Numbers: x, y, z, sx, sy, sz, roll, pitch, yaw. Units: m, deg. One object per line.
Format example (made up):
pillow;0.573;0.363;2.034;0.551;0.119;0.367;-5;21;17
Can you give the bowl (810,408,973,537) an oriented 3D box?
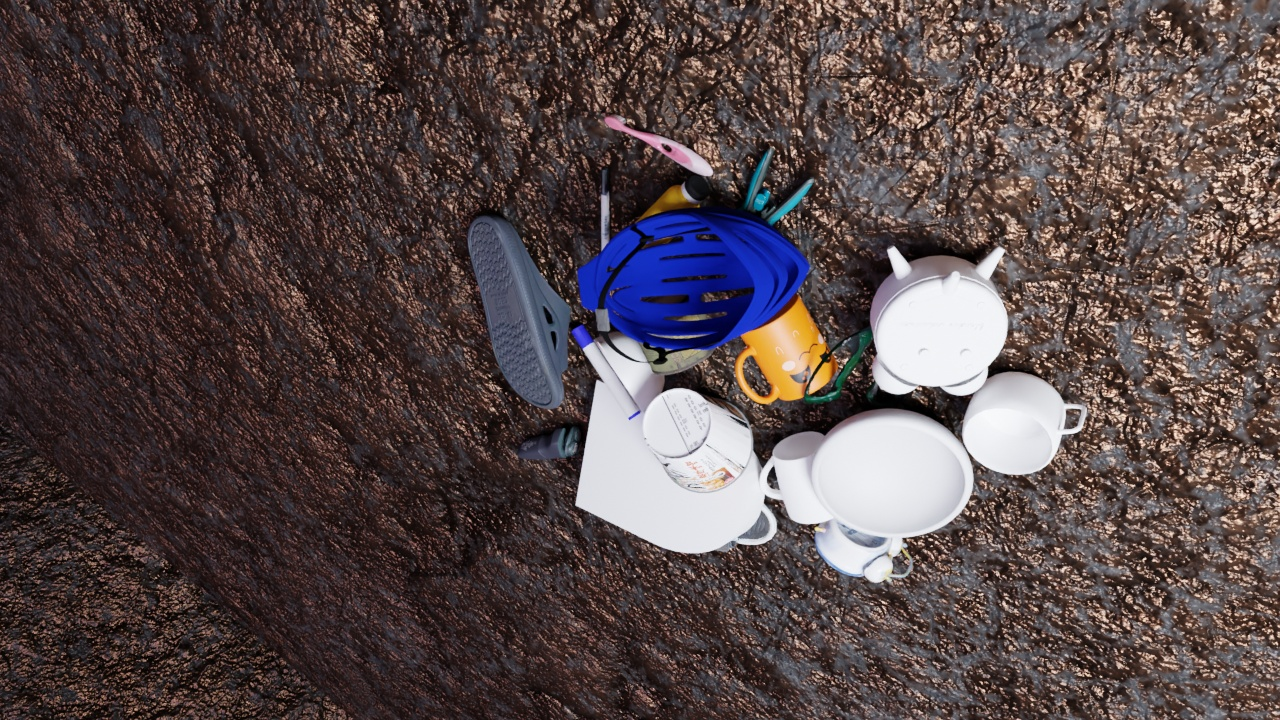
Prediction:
bowl;0.288;0.119;1.057;0.177;0.066;0.177;8;126;11

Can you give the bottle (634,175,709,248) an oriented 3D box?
bottle;0.025;-0.158;1.042;0.043;0.043;0.144;45;137;-5

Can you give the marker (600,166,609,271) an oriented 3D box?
marker;-0.043;-0.164;1.108;0.011;0.011;0.152;19;132;21

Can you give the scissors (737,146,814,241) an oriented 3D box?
scissors;0.131;-0.165;0.981;0.126;0.019;0.155;6;129;34

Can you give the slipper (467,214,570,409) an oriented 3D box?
slipper;-0.151;-0.068;1.223;0.111;0.083;0.268;-9;101;48

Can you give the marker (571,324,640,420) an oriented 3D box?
marker;-0.046;0.016;1.225;0.020;0.020;0.141;-37;86;46

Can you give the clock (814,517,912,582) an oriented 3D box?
clock;0.281;0.230;1.150;0.125;0.088;0.052;29;129;13

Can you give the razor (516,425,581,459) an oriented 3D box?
razor;-0.141;0.130;1.395;0.143;0.047;0.052;-13;140;44

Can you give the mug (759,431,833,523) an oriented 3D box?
mug;0.195;0.144;1.143;0.114;0.080;0.088;-6;115;38

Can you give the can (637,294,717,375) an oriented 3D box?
can;0.038;-0.038;1.097;0.090;0.089;0.074;-9;118;39

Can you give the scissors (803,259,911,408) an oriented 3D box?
scissors;0.276;-0.020;0.984;0.137;0.015;0.210;18;121;-25

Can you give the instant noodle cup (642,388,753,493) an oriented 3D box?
instant noodle cup;0.062;0.090;1.111;0.124;0.123;0.121;16;170;24

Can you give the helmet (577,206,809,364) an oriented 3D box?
helmet;0.045;-0.074;0.936;0.242;0.227;0.148;-2;108;15

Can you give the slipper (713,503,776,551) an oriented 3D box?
slipper;0.062;0.209;1.303;0.264;0.062;0.111;23;134;21

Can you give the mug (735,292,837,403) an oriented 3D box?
mug;0.153;-0.005;1.030;0.096;0.112;0.078;57;164;-17

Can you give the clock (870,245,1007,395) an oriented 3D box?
clock;0.294;-0.032;0.908;0.125;0.072;0.161;1;124;6

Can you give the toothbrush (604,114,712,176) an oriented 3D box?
toothbrush;0.021;-0.236;1.003;0.135;0.016;0.022;29;136;8

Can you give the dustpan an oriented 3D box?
dustpan;0.042;0.152;1.247;0.258;0.053;0.192;20;109;31

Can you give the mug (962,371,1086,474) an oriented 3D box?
mug;0.396;0.063;0.947;0.116;0.067;0.094;-7;119;38

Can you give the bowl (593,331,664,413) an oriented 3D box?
bowl;-0.007;0.007;1.170;0.114;0.050;0.114;56;179;2
